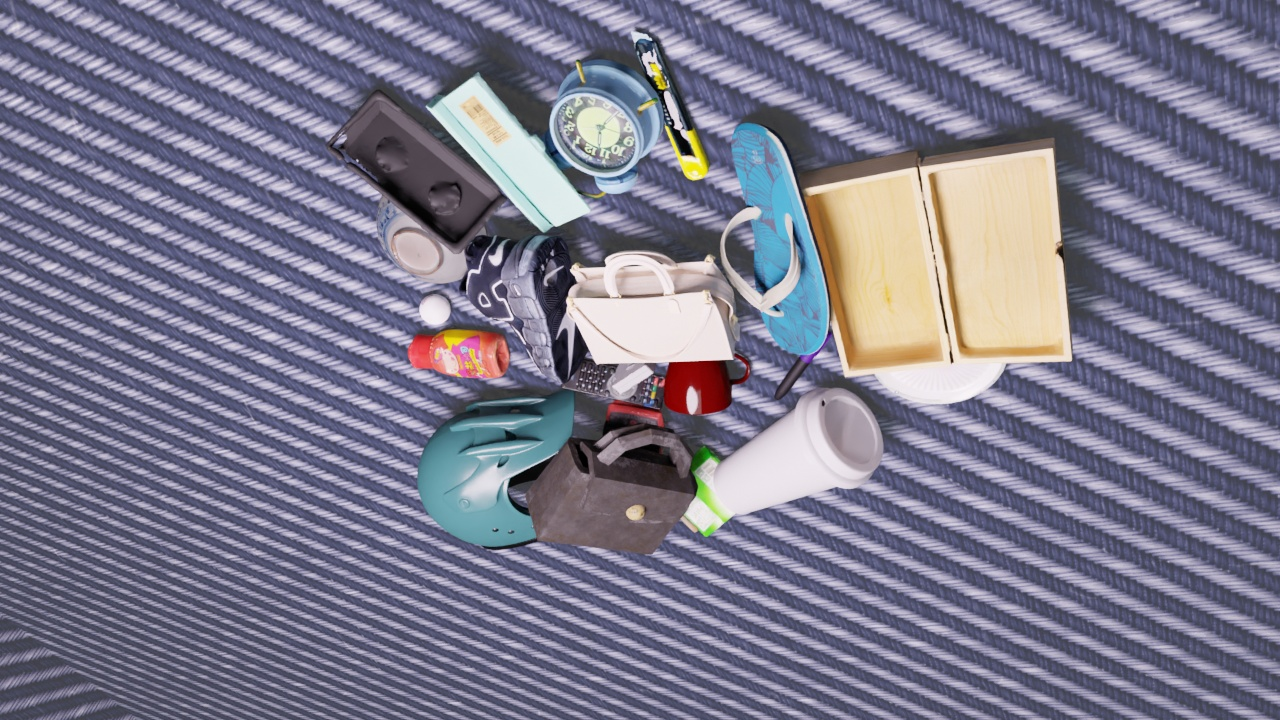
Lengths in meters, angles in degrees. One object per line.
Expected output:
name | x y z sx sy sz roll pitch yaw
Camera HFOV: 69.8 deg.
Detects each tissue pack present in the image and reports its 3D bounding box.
tissue pack | 0.093 0.190 1.312 0.099 0.034 0.114 -41 114 7

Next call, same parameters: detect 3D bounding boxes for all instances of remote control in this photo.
remote control | -0.035 0.030 1.236 0.140 0.021 0.045 12 91 8

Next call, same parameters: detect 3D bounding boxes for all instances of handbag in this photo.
handbag | -0.014 0.163 1.196 0.197 0.102 0.200 14 123 -31
handbag | 0.008 -0.070 1.049 0.195 0.101 0.198 -2 155 15

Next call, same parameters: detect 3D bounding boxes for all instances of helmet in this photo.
helmet | -0.187 0.146 1.298 0.275 0.176 0.200 -18 129 15

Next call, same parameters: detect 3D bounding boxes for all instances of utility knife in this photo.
utility knife | 0.031 -0.266 0.961 0.029 0.020 0.173 -12 125 24

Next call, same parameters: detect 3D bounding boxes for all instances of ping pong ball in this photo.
ping pong ball | -0.272 -0.068 1.217 0.040 0.040 0.040 9 132 10

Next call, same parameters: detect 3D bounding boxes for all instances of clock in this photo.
clock | -0.043 -0.240 0.974 0.118 0.059 0.162 25 141 1

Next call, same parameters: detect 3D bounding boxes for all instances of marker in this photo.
marker | 0.202 0.007 1.153 0.018 0.015 0.134 4 138 -24

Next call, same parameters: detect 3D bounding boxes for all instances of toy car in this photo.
toy car | -0.009 0.128 1.299 0.081 0.056 0.190 11 137 8
toy car | -0.254 -0.207 1.052 0.191 0.094 0.071 39 169 -4

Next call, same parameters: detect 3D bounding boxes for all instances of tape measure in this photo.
tape measure | -0.007 0.007 1.187 0.060 0.062 0.020 -33 115 31

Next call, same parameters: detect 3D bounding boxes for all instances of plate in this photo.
plate | 0.353 -0.009 1.091 0.157 0.014 0.157 9 133 10

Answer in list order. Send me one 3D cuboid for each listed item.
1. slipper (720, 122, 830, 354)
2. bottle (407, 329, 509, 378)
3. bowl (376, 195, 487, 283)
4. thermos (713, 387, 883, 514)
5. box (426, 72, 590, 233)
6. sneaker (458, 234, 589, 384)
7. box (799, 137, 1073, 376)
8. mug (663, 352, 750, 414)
slipper | 0.143 -0.114 1.003 0.118 0.060 0.295 25 143 46
bottle | -0.250 -0.010 1.257 0.134 0.048 0.071 3 133 15
bowl | -0.267 -0.147 1.134 0.151 0.056 0.151 9 133 10
thermos | 0.196 0.129 1.199 0.131 0.131 0.223 37 139 -16
box | -0.148 -0.220 1.005 0.187 0.052 0.139 47 165 -24
sneaker | -0.153 -0.065 1.138 0.151 0.097 0.253 18 150 21
box | 0.315 -0.099 0.976 0.254 0.067 0.247 -1 127 31
mug | 0.085 0.010 1.159 0.114 0.087 0.088 -7 110 -11
